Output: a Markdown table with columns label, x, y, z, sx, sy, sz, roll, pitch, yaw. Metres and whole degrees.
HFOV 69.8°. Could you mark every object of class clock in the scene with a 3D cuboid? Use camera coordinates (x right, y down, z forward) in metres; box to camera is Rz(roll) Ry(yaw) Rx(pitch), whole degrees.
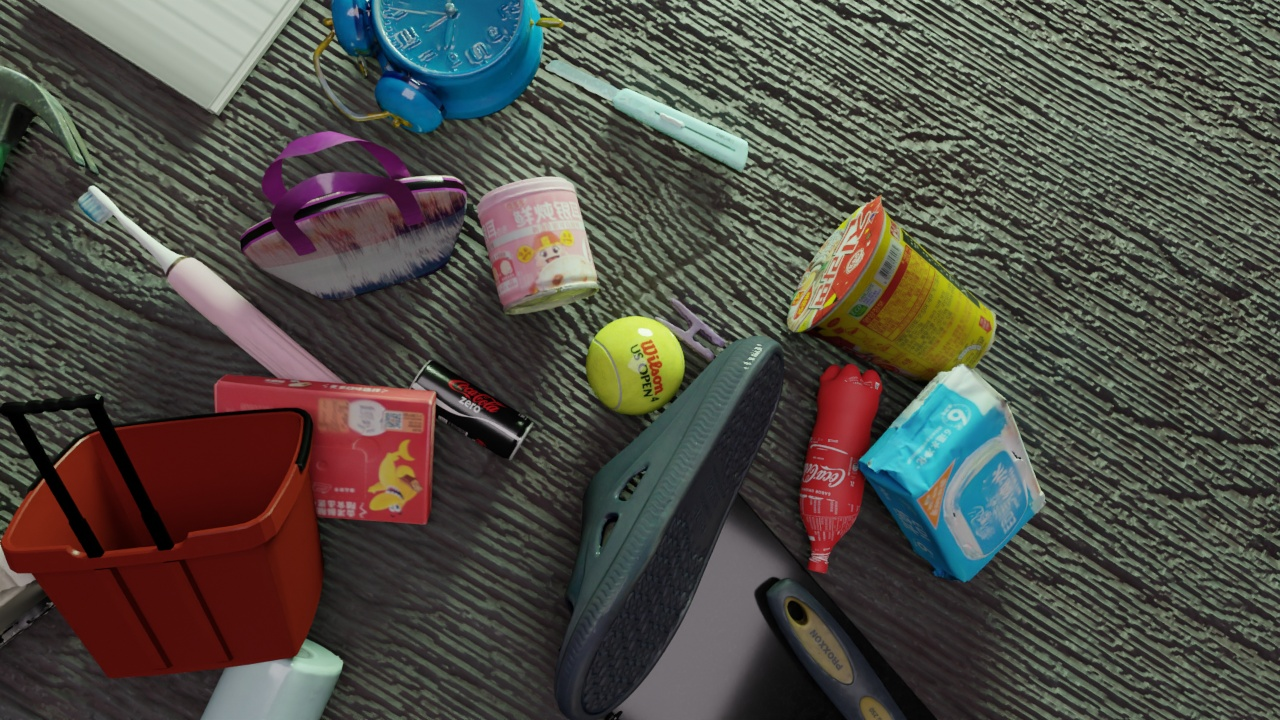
| label | x | y | z | sx | sy | sz | roll | pitch | yaw |
| --- | --- | --- | --- | --- | --- | --- | --- | --- | --- |
| clock | -0.140 | -0.217 | 0.618 | 0.161 | 0.060 | 0.117 | -35 | 89 | -7 |

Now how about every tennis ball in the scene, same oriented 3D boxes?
| label | x | y | z | sx | sy | sz | roll | pitch | yaw |
| --- | --- | --- | --- | --- | --- | --- | --- | --- | --- |
| tennis ball | -0.004 | 0.004 | 0.607 | 0.065 | 0.065 | 0.065 | 1 | 84 | -6 |

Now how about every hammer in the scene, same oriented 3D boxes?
| label | x | y | z | sx | sy | sz | roll | pitch | yaw |
| --- | --- | --- | --- | --- | --- | --- | --- | --- | --- |
| hammer | -0.451 | -0.036 | 0.582 | 0.130 | 0.032 | 0.318 | 15 | 83 | -5 |

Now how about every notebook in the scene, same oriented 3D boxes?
| label | x | y | z | sx | sy | sz | roll | pitch | yaw |
| --- | --- | --- | --- | --- | --- | --- | --- | --- | --- |
| notebook | 0.078 | 0.230 | 0.617 | 0.169 | 0.019 | 0.231 | -41 | 90 | -10 |
| notebook | -0.293 | -0.292 | 0.635 | 0.142 | 0.009 | 0.209 | 32 | 82 | -1 |

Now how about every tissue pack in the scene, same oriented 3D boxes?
| label | x | y | z | sx | sy | sz | roll | pitch | yaw |
| --- | --- | --- | --- | --- | --- | --- | --- | --- | --- |
| tissue pack | 0.209 | 0.079 | 0.603 | 0.092 | 0.062 | 0.144 | -45 | 128 | -9 |

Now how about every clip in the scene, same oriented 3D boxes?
| label | x | y | z | sx | sy | sz | roll | pitch | yaw |
| --- | --- | --- | --- | --- | --- | --- | --- | --- | --- |
| clip | 0.034 | -0.020 | 0.641 | 0.052 | 0.013 | 0.036 | 42 | 83 | -3 |

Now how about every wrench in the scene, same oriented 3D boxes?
| label | x | y | z | sx | sy | sz | roll | pitch | yaw |
| --- | --- | --- | --- | --- | --- | --- | --- | --- | --- |
| wrench | 0.171 | 0.258 | 0.605 | 0.073 | 0.022 | 0.273 | -37 | 90 | -5 |

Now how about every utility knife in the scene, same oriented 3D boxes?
| label | x | y | z | sx | sy | sz | roll | pitch | yaw |
| --- | --- | --- | --- | --- | --- | --- | --- | --- | --- |
| utility knife | 0.005 | -0.177 | 0.655 | 0.158 | 0.015 | 0.022 | 25 | 83 | 0 |

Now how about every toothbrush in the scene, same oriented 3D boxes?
| label | x | y | z | sx | sy | sz | roll | pitch | yaw |
| --- | --- | --- | --- | --- | --- | --- | --- | --- | --- |
| toothbrush | -0.279 | -0.039 | 0.603 | 0.222 | 0.027 | 0.026 | 40 | 75 | 0 |

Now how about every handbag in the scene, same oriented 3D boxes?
| label | x | y | z | sx | sy | sz | roll | pitch | yaw |
| --- | --- | --- | --- | --- | --- | --- | --- | --- | --- |
| handbag | -0.172 | -0.091 | 0.546 | 0.144 | 0.170 | 0.068 | -17 | 86 | -8 |

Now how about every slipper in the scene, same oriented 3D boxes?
| label | x | y | z | sx | sy | sz | roll | pitch | yaw |
| --- | --- | --- | --- | --- | --- | --- | --- | --- | --- |
| slipper | 0.004 | 0.089 | 0.578 | 0.083 | 0.111 | 0.267 | 21 | 66 | 25 |

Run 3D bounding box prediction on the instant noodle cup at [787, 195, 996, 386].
| label | x | y | z | sx | sy | sz | roll | pitch | yaw |
| --- | --- | --- | --- | --- | --- | --- | --- | --- | --- |
| instant noodle cup | 0.173 | -0.033 | 0.621 | 0.112 | 0.100 | 0.100 | 32 | 81 | -12 |

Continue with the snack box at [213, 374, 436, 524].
| label | x | y | z | sx | sy | sz | roll | pitch | yaw |
| --- | --- | --- | --- | --- | --- | --- | --- | --- | --- |
| snack box | -0.200 | 0.058 | 0.586 | 0.133 | 0.021 | 0.089 | 5 | 109 | -6 |

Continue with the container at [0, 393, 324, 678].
| label | x | y | z | sx | sy | sz | roll | pitch | yaw |
| --- | --- | --- | --- | --- | --- | --- | --- | --- | --- |
| container | -0.260 | 0.072 | 0.507 | 0.148 | 0.127 | 0.201 | -6 | 121 | -3 |

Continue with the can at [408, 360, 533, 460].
| label | x | y | z | sx | sy | sz | roll | pitch | yaw |
| --- | --- | --- | --- | --- | --- | --- | --- | --- | --- |
| can | -0.113 | 0.033 | 0.609 | 0.080 | 0.031 | 0.031 | 32 | 82 | -2 |

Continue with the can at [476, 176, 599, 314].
| label | x | y | z | sx | sy | sz | roll | pitch | yaw |
| --- | --- | --- | --- | --- | --- | --- | --- | --- | --- |
| can | -0.068 | -0.075 | 0.607 | 0.067 | 0.067 | 0.076 | -14 | 87 | -8 |

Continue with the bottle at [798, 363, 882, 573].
| label | x | y | z | sx | sy | sz | roll | pitch | yaw |
| --- | --- | --- | --- | --- | --- | --- | --- | --- | --- |
| bottle | 0.133 | 0.073 | 0.626 | 0.042 | 0.042 | 0.141 | 12 | 83 | -5 |

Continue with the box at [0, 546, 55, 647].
| label | x | y | z | sx | sy | sz | roll | pitch | yaw |
| --- | --- | --- | --- | --- | --- | --- | --- | --- | --- |
| box | -0.413 | 0.128 | 0.499 | 0.144 | 0.187 | 0.101 | -40 | 73 | -16 |

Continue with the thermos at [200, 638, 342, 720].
| label | x | y | z | sx | sy | sz | roll | pitch | yaw |
| --- | --- | --- | --- | --- | --- | --- | --- | --- | --- |
| thermos | -0.255 | 0.271 | 0.553 | 0.078 | 0.065 | 0.206 | 22 | 82 | 10 |
